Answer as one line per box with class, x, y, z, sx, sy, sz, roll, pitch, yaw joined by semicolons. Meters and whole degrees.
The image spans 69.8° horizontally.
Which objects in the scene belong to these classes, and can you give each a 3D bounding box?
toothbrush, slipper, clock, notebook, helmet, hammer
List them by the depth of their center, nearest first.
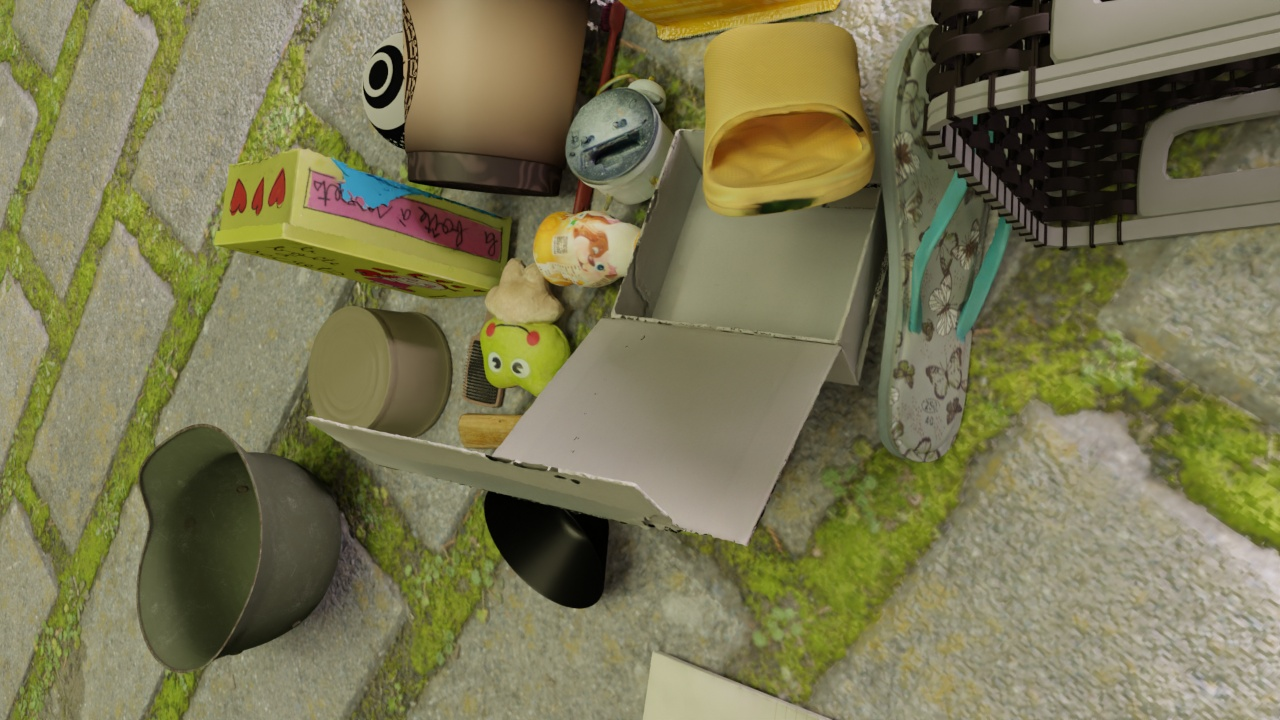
slipper;0.196;-0.069;0.565;0.055;0.098;0.269;9;101;53
slipper;0.089;-0.173;0.571;0.099;0.262;0.078;-1;125;6
notebook;0.084;0.316;0.665;0.209;0.012;0.153;9;92;36
clock;-0.015;-0.183;0.741;0.083;0.057;0.117;-16;66;25
hammer;-0.033;0.063;0.743;0.331;0.033;0.132;-1;106;40
toothbrush;-0.039;-0.213;0.791;0.016;0.016;0.190;13;95;40
helmet;-0.401;0.197;0.933;0.268;0.153;0.227;-45;62;19

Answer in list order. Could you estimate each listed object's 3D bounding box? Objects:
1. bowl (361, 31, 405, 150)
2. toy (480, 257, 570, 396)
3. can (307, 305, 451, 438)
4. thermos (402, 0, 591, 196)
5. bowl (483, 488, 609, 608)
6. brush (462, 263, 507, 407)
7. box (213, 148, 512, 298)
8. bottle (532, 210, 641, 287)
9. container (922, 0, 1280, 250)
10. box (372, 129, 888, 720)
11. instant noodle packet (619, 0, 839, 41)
bowl;-0.232;-0.271;0.901;0.120;0.066;0.120;-3;85;35
toy;-0.102;-0.030;0.800;0.092;0.043;0.118;11;102;31
can;-0.255;0.012;0.892;0.128;0.073;0.127;-3;85;35
thermos;-0.123;-0.258;0.769;0.173;0.172;0.226;10;99;36
bowl;-0.064;0.136;0.748;0.124;0.052;0.124;22;131;28
brush;-0.141;-0.025;0.850;0.050;0.015;0.135;10;92;36
box;-0.232;-0.110;0.790;0.125;0.220;0.079;2;85;39
bottle;-0.034;-0.090;0.749;0.109;0.063;0.063;8;91;35
container;0.284;-0.209;0.424;0.248;0.245;0.243;-4;81;35
box;0.031;0.014;0.553;0.166;0.108;0.417;8;54;28
instant noodle packet;0.023;-0.312;0.628;0.163;0.221;0.084;5;86;35
